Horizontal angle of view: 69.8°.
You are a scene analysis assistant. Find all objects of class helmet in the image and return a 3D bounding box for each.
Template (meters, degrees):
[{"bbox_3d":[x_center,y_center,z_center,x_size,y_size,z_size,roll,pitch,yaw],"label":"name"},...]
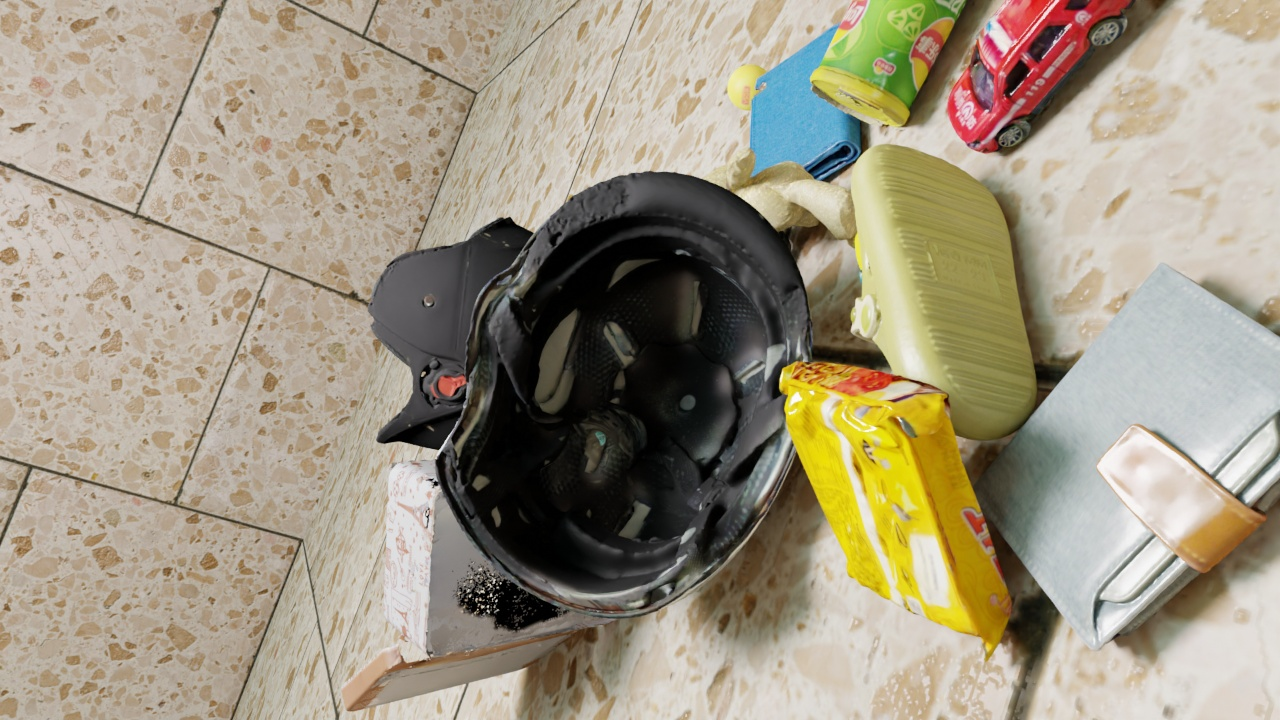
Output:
[{"bbox_3d":[-0.169,-0.015,0.976,0.233,0.230,0.275,-134,69,-84],"label":"helmet"},{"bbox_3d":[0.005,0.030,0.614,0.157,0.230,0.274,36,-109,-71],"label":"helmet"}]

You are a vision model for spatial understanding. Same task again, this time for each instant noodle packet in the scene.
[{"bbox_3d":[0.118,0.065,0.425,0.044,0.128,0.111,-27,15,-14],"label":"instant noodle packet"}]

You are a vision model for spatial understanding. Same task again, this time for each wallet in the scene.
[{"bbox_3d":[0.196,0.037,0.362,0.130,0.037,0.106,-58,24,23],"label":"wallet"},{"bbox_3d":[0.128,-0.188,0.717,0.107,0.040,0.132,-29,44,45],"label":"wallet"}]

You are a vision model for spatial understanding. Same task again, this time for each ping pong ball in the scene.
[{"bbox_3d":[0.099,-0.246,0.828,0.040,0.040,0.040,-48,29,39],"label":"ping pong ball"}]

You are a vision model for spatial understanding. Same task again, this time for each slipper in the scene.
[{"bbox_3d":[0.142,-0.033,0.480,0.082,0.091,0.190,-52,28,46],"label":"slipper"}]

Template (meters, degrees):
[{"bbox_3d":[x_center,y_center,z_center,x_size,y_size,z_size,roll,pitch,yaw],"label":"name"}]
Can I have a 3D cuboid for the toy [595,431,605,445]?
[{"bbox_3d":[-0.045,0.042,0.724,0.096,0.092,0.030,-10,39,13],"label":"toy"}]

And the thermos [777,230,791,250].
[{"bbox_3d":[0.048,-0.089,0.787,0.090,0.068,0.242,-37,23,-9],"label":"thermos"}]

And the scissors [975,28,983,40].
[{"bbox_3d":[0.270,-0.262,0.492,0.221,0.021,0.224,-16,56,68],"label":"scissors"}]

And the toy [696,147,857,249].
[{"bbox_3d":[0.098,-0.105,0.637,0.157,0.105,0.066,21,95,48],"label":"toy"}]

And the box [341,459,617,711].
[{"bbox_3d":[-0.120,0.191,0.731,0.130,0.178,0.273,47,125,42],"label":"box"}]

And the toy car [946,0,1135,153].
[{"bbox_3d":[0.208,-0.168,0.491,0.121,0.045,0.052,121,151,-43],"label":"toy car"}]

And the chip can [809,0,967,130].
[{"bbox_3d":[0.192,-0.267,0.598,0.221,0.072,0.072,-64,23,10],"label":"chip can"}]
